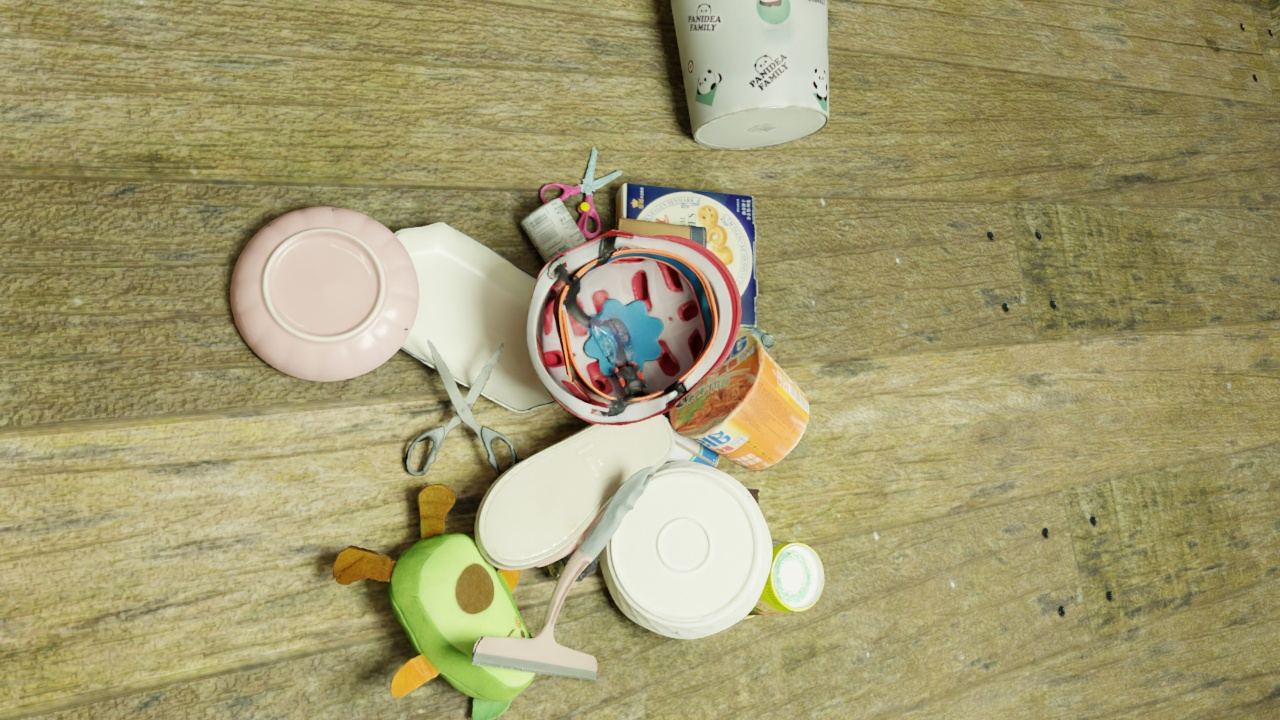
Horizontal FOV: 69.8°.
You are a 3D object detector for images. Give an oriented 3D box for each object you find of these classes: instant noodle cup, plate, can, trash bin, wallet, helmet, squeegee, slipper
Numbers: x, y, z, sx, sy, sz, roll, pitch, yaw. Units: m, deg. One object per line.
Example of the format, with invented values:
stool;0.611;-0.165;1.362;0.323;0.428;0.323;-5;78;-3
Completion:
instant noodle cup;0.127;0.057;1.126;0.111;0.152;0.151;37;64;-27
plate;-0.190;-0.046;1.065;0.265;0.034;0.161;31;67;-20
can;0.031;0.101;1.144;0.134;0.053;0.053;31;66;-20
trash bin;0.149;-0.433;1.236;0.229;0.230;0.252;-2;86;-30
wallet;0.025;-0.131;1.141;0.115;0.033;0.090;5;74;-11
instant noodle cup;0.159;0.267;1.139;0.111;0.124;0.111;6;77;-28
helmet;-0.016;-0.033;1.043;0.239;0.144;0.207;-20;85;-14
can;-0.085;-0.123;1.125;0.058;0.058;0.147;-37;98;-30
plate;-0.330;-0.075;0.963;0.192;0.039;0.192;3;79;-14
squeegee;-0.057;0.218;0.989;0.249;0.040;0.247;-60;146;-6
slipper;-0.072;0.140;1.035;0.273;0.055;0.114;-35;83;-32
plate;0.052;0.218;1.071;0.205;0.045;0.204;-1;73;4

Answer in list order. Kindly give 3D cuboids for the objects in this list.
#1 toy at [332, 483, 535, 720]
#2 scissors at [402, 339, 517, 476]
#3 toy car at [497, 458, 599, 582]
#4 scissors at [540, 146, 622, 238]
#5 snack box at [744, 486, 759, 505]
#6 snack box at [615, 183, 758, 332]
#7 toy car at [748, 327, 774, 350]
toy;-0.192;0.259;0.964;0.247;0.090;0.226;54;47;-9
scissors;-0.201;0.059;1.019;0.159;0.014;0.178;-29;100;-13
toy car;-0.107;0.183;1.055;0.070;0.042;0.158;-33;85;-33
scissors;-0.077;-0.221;1.178;0.118;0.017;0.133;16;67;-21
snack box;0.075;0.206;1.119;0.125;0.053;0.113;8;74;1
snack box;0.059;-0.130;1.190;0.182;0.046;0.177;3;78;-14
toy car;0.143;-0.043;1.246;0.090;0.043;0.034;37;91;-15
